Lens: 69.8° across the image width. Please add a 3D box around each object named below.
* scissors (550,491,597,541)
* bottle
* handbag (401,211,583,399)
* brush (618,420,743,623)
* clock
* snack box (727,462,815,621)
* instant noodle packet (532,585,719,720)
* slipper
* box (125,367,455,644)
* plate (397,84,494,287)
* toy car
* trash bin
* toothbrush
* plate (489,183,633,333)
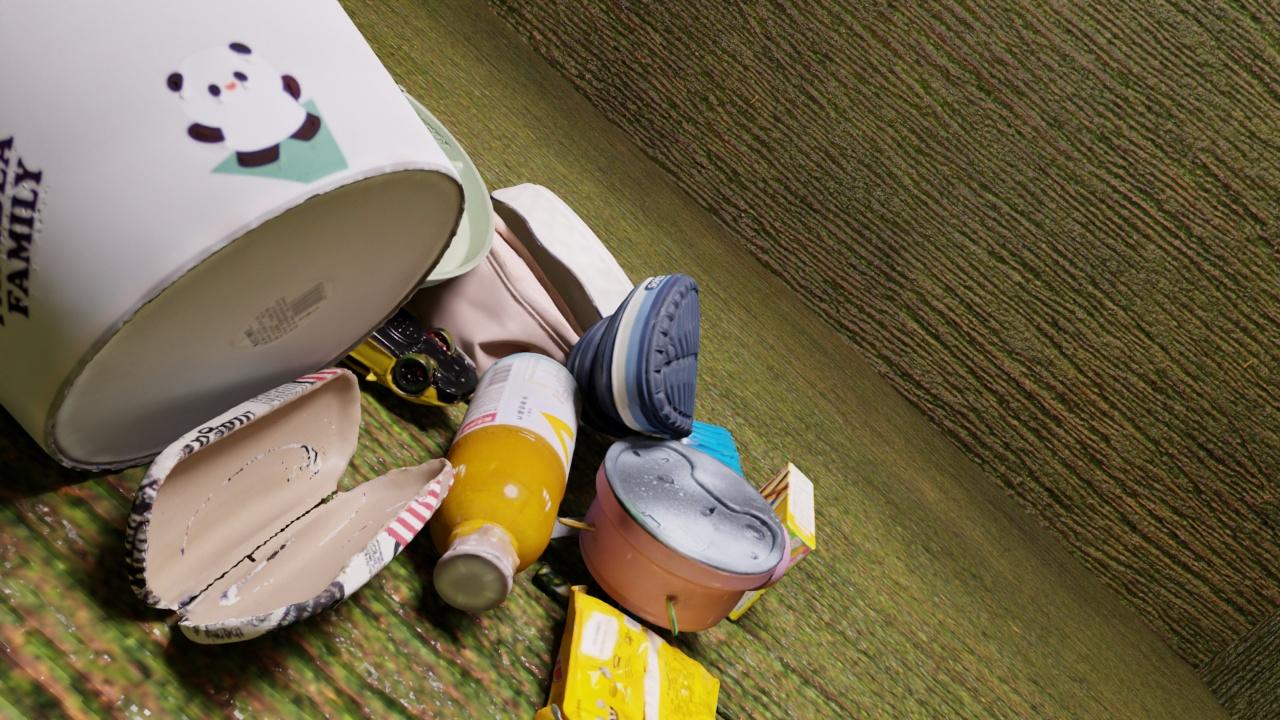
[{"bbox_3d":[-0.038,0.101,0.562,0.181,0.014,0.159,33,22,4],"label":"scissors"},{"bbox_3d":[-0.074,0.061,0.507,0.068,0.068,0.189,39,22,-15],"label":"bottle"},{"bbox_3d":[-0.090,-0.029,0.747,0.234,0.093,0.193,37,14,-51],"label":"handbag"},{"bbox_3d":[0.030,0.116,0.699,0.109,0.061,0.314,33,20,-16],"label":"brush"},{"bbox_3d":[0.031,0.100,0.555,0.117,0.060,0.158,39,26,24],"label":"clock"},{"bbox_3d":[0.097,0.139,0.728,0.034,0.087,0.140,43,16,-3],"label":"snack box"},{"bbox_3d":[-0.003,0.177,0.460,0.111,0.044,0.128,39,13,-9],"label":"instant noodle packet"},{"bbox_3d":[-0.004,0.004,0.650,0.253,0.095,0.105,52,39,-79],"label":"slipper"},{"bbox_3d":[-0.142,0.051,0.384,0.162,0.076,0.087,-57,128,-71],"label":"box"},{"bbox_3d":[-0.196,-0.132,0.586,0.230,0.028,0.229,31,32,-22],"label":"plate"},{"bbox_3d":[-0.169,-0.021,0.567,0.156,0.041,0.071,38,16,-12],"label":"toy car"},{"bbox_3d":[-0.220,-0.108,0.368,0.252,0.230,0.229,51,16,4],"label":"trash bin"},{"bbox_3d":[0.010,0.181,0.540,0.186,0.012,0.017,41,26,-10],"label":"toothbrush"},{"bbox_3d":[-0.060,-0.079,0.840,0.205,0.045,0.205,48,-8,9],"label":"plate"}]
